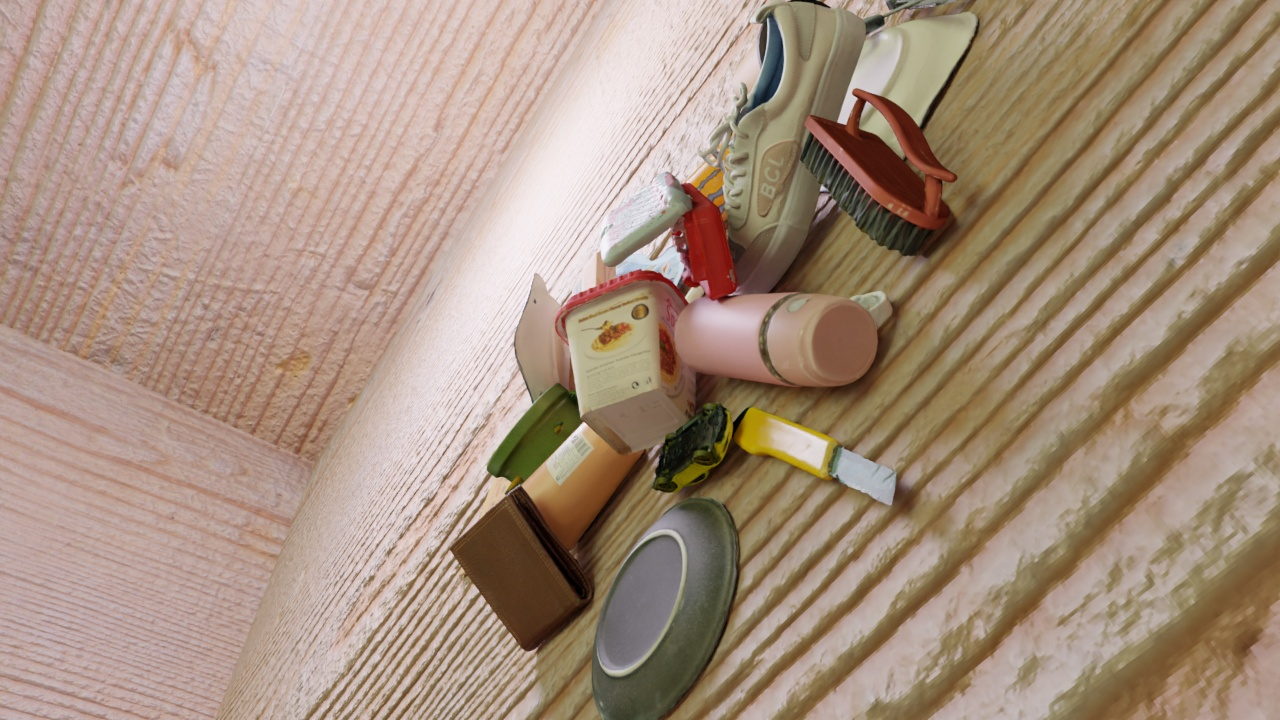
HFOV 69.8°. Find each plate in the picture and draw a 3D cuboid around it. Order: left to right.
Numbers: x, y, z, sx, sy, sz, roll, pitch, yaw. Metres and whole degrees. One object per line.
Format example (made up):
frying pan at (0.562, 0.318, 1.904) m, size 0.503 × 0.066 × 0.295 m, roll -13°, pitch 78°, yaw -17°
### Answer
plate at (-0.100, -0.003, 1.055) m, size 0.163 × 0.034 × 0.164 m, roll -82°, pitch -15°, yaw -53°
plate at (0.007, 0.179, 0.673) m, size 0.180 × 0.024 × 0.179 m, roll -49°, pitch 23°, yaw 30°
plate at (0.186, -0.214, 0.751) m, size 0.163 × 0.034 × 0.164 m, roll -61°, pitch 21°, yaw 1°

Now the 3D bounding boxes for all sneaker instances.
sneaker at (0.097, -0.166, 0.740) m, size 0.089 × 0.090 × 0.243 m, roll -107°, pitch 29°, yaw -64°

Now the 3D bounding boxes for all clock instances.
clock at (-0.098, 0.083, 0.958) m, size 0.116 × 0.056 × 0.161 m, roll -51°, pitch -3°, yaw 9°

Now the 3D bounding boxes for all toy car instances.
toy car at (0.044, 0.071, 0.710) m, size 0.105 × 0.032 × 0.048 m, roll -46°, pitch 24°, yaw 51°

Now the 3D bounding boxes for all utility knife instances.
utility knife at (0.107, 0.061, 0.598) m, size 0.033 × 0.015 × 0.223 m, roll -62°, pitch 18°, yaw -2°

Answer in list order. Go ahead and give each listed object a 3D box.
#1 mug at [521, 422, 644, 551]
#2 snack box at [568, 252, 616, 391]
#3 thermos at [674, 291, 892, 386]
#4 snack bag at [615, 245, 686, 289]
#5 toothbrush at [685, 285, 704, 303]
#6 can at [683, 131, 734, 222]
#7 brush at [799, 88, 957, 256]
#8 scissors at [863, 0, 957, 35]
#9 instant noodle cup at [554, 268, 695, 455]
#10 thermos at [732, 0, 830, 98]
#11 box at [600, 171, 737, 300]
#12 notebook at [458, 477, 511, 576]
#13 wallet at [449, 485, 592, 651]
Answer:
mug at (-0.057, 0.108, 0.853) m, size 0.123 × 0.078 × 0.078 m, roll -51°, pitch 22°, yaw 15°
snack box at (-0.054, -0.034, 1.031) m, size 0.085 × 0.026 × 0.157 m, roll 133°, pitch 142°, yaw -55°
thermos at (0.100, -0.022, 0.668) m, size 0.087 × 0.067 × 0.199 m, roll -35°, pitch 13°, yaw -17°
snack bag at (0.000, -0.073, 1.005) m, size 0.110 × 0.039 × 0.191 m, roll -63°, pitch 21°, yaw -6°
toothbrush at (0.071, -0.092, 0.891) m, size 0.020 × 0.029 × 0.190 m, roll 43°, pitch 110°, yaw 28°
can at (0.092, -0.185, 0.901) m, size 0.146 × 0.058 × 0.058 m, roll -40°, pitch 28°, yaw 45°
brush at (0.166, -0.132, 0.627) m, size 0.145 × 0.063 × 0.069 m, roll -110°, pitch 36°, yaw -50°
scissors at (0.221, -0.287, 0.737) m, size 0.182 × 0.014 × 0.159 m, roll -15°, pitch 26°, yaw 34°
instant noodle cup at (-0.005, 0.005, 0.796) m, size 0.117 × 0.116 × 0.124 m, roll -21°, pitch 50°, yaw 19°
thermos at (0.141, -0.286, 0.888) m, size 0.093 × 0.093 × 0.143 m, roll -62°, pitch 11°, yaw -3°
box at (0.012, -0.104, 0.767) m, size 0.100 × 0.095 × 0.201 m, roll -14°, pitch 17°, yaw 2°
notebook at (-0.153, 0.171, 1.093) m, size 0.208 × 0.008 × 0.147 m, roll -34°, pitch 33°, yaw 51°
wallet at (-0.107, 0.189, 0.823) m, size 0.101 × 0.124 × 0.032 m, roll -44°, pitch -12°, yaw 30°
